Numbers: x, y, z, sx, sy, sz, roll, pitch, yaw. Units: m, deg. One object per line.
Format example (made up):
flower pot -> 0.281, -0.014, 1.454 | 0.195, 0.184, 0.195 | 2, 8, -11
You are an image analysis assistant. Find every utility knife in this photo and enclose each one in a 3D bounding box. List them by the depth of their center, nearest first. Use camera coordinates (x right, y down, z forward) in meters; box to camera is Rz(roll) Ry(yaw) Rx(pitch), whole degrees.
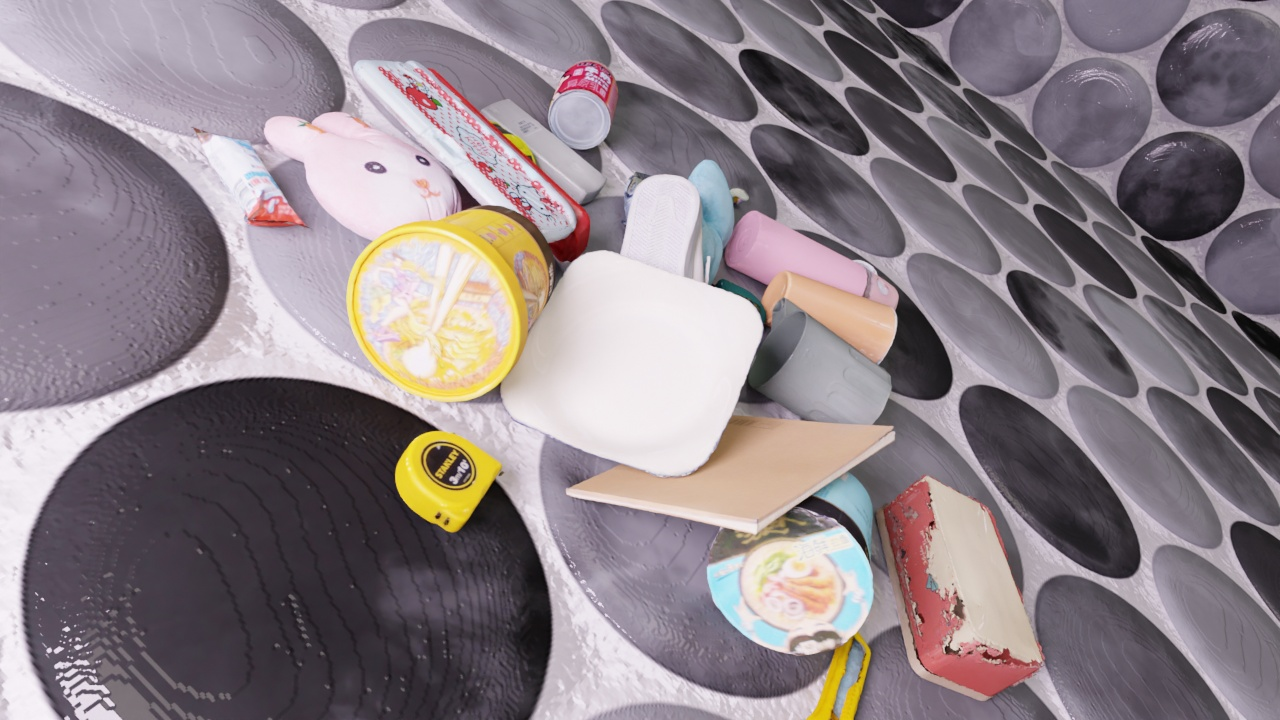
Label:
utility knife -> 0.131, 0.232, 0.616 | 0.033, 0.015, 0.153 | 43, 34, 1

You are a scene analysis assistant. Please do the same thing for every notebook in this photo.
notebook -> 0.071, 0.072, 0.660 | 0.210, 0.150, 0.012 | -18, 107, -51

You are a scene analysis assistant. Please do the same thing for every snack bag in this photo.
snack bag -> -0.274, -0.127, 0.645 | 0.104, 0.026, 0.048 | 54, 25, 20

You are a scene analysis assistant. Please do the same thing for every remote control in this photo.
remote control -> -0.096, -0.206, 0.906 | 0.135, 0.019, 0.056 | 39, 34, 0

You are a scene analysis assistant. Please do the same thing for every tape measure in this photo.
tape measure -> -0.120, 0.072, 0.556 | 0.057, 0.029, 0.059 | 36, 34, -6
tape measure -> 0.099, -0.052, 0.905 | 0.054, 0.025, 0.058 | 20, 39, -23

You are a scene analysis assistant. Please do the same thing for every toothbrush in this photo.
toothbrush -> 0.072, -0.166, 1.019 | 0.029, 0.020, 0.189 | 17, 28, 24

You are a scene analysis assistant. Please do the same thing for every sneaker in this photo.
sneaker -> 0.013, -0.038, 0.775 | 0.089, 0.091, 0.241 | 3, 59, 5

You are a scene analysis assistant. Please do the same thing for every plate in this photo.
plate -> -0.004, 0.004, 0.677 | 0.164, 0.034, 0.163 | 20, 62, 14

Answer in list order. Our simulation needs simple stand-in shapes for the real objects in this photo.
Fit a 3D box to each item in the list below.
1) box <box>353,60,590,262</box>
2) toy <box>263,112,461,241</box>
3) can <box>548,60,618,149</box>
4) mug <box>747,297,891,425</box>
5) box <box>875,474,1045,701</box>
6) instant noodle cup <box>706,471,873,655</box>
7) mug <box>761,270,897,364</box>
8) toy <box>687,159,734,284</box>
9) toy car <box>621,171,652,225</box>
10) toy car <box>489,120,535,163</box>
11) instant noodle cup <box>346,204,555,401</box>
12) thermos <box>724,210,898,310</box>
box -> -0.128, -0.163, 0.745 | 0.201, 0.065, 0.159 | 44, 5, 7
toy -> -0.211, -0.144, 0.704 | 0.159, 0.054, 0.121 | 38, 32, 12
can -> -0.059, -0.274, 0.977 | 0.066, 0.067, 0.093 | 28, 36, -15
mug -> 0.167, 0.004, 0.852 | 0.103, 0.084, 0.123 | 33, 36, -12
box -> 0.259, 0.176, 0.745 | 0.091, 0.078, 0.168 | 26, 36, -19
instant noodle cup -> 0.117, 0.130, 0.654 | 0.111, 0.111, 0.120 | 43, 25, 6
mug -> 0.188, -0.043, 0.938 | 0.122, 0.078, 0.078 | 23, 37, -15
toy -> 0.066, -0.143, 0.925 | 0.161, 0.050, 0.156 | 53, 40, -67
toy car -> 0.010, -0.135, 0.910 | 0.054, 0.037, 0.120 | 19, 49, -30
toy car -> -0.117, -0.181, 0.849 | 0.048, 0.032, 0.105 | -11, 59, -49
instant noodle cup -> -0.119, -0.048, 0.626 | 0.118, 0.119, 0.114 | 36, 27, -4
thermos -> 0.191, -0.102, 1.006 | 0.198, 0.067, 0.087 | 21, 53, -22
